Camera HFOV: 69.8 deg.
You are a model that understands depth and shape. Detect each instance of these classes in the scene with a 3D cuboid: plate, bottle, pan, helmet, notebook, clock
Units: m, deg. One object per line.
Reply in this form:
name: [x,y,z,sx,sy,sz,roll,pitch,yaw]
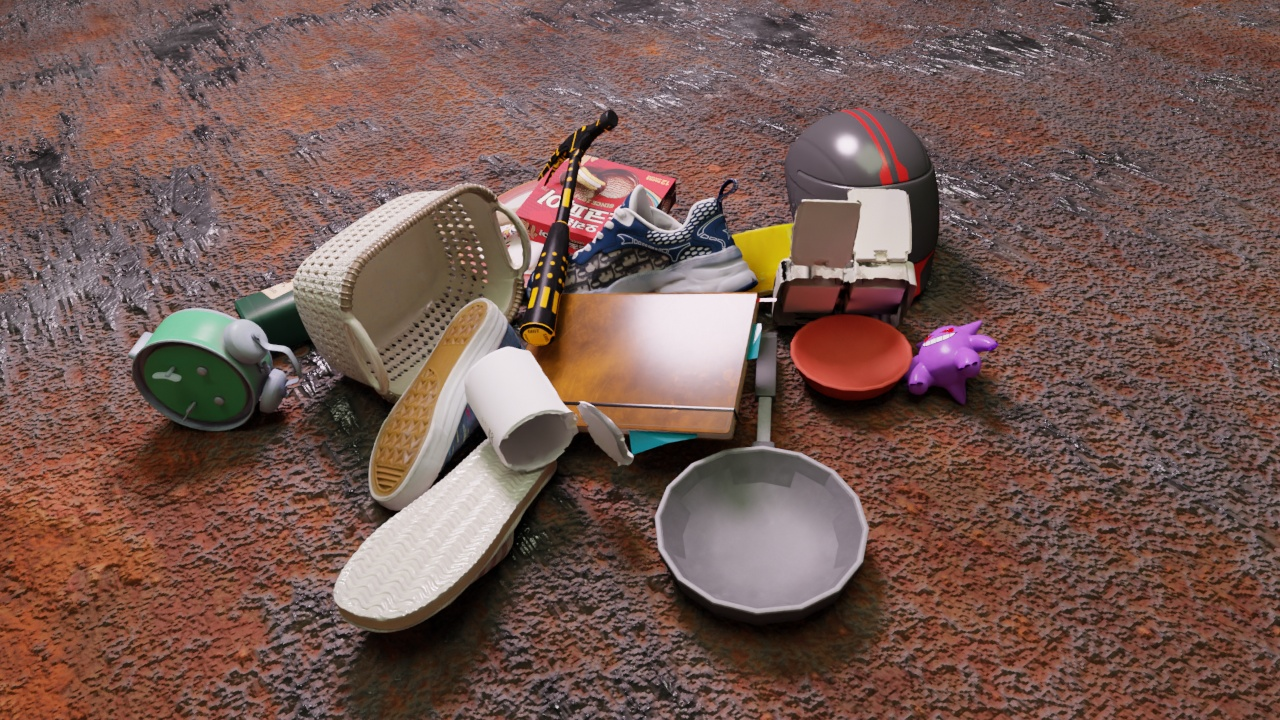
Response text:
plate: [-0.118,-0.163,1.170,0.230,0.021,0.229,-9,44,9]
bottle: [-0.394,-0.060,1.069,0.131,0.061,0.061,-26,42,-22]
pan: [0.114,0.093,0.851,0.179,0.041,0.356,2,41,8]
helmet: [0.261,-0.203,1.080,0.164,0.170,0.264,-11,40,-7]
notebook: [-0.004,0.007,0.896,0.250,0.014,0.178,1,56,22]
clock: [-0.430,0.011,0.941,0.162,0.122,0.075,-4,39,8]

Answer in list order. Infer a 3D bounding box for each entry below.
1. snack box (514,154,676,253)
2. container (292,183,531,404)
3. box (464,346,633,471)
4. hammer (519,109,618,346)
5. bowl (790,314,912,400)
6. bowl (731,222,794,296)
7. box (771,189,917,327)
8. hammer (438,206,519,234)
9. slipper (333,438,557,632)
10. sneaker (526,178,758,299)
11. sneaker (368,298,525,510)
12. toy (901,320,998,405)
snack box: [-0.053,-0.186,1.118,0.152,0.036,0.132,19,54,18]
container: [-0.247,-0.079,0.993,0.143,0.185,0.245,11,41,33]
box: [-0.086,0.052,0.833,0.112,0.085,0.162,-23,48,-14]
hammer: [-0.090,-0.145,1.006,0.124,0.036,0.319,-27,41,37]
bowl: [0.216,0.002,0.949,0.122,0.035,0.121,-3,40,3]
bowl: [0.140,-0.110,1.049,0.117,0.067,0.117,-11,-3,-1]
box: [0.216,-0.110,0.966,0.145,0.186,0.095,3,42,0]
hammer: [-0.242,-0.170,1.175,0.331,0.031,0.119,-13,39,5]
slipper: [-0.162,0.149,0.812,0.115,0.052,0.262,11,33,23]
sneaker: [-0.009,-0.122,0.999,0.270,0.132,0.103,-4,11,27]
sneaker: [-0.187,0.051,0.915,0.088,0.079,0.234,-4,52,40]
toy: [0.312,-0.001,0.927,0.106,0.056,0.087,-24,35,34]
